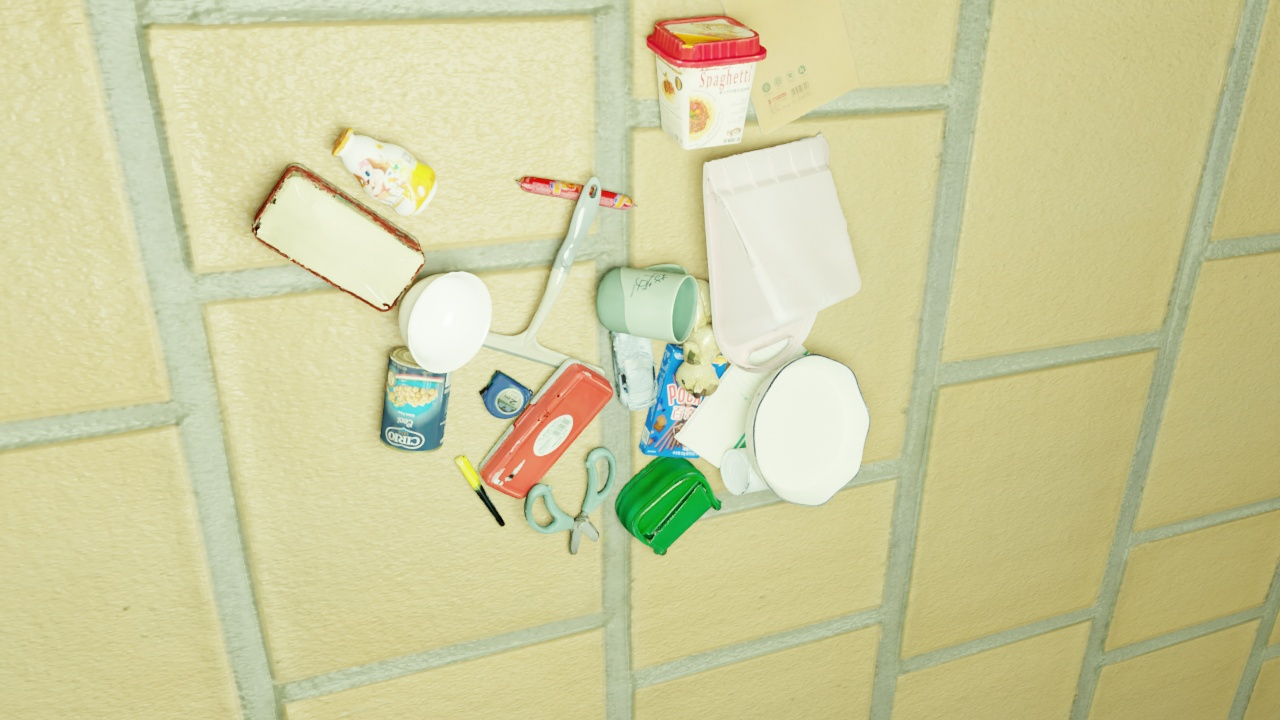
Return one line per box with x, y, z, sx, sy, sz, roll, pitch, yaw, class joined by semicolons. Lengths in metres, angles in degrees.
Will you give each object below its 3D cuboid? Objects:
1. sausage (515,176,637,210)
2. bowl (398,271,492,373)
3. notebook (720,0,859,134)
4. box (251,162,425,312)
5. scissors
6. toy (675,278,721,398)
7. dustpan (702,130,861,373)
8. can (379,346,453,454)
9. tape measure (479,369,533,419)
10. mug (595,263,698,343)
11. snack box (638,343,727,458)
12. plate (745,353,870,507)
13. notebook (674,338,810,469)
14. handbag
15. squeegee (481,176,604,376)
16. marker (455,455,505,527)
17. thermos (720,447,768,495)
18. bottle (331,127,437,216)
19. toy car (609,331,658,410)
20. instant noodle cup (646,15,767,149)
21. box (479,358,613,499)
-0.074;-0.198;1.088;0.155;0.020;0.020;7;109;-24;sausage
-0.233;-0.051;1.036;0.118;0.065;0.118;-30;131;-42;bowl
0.181;-0.399;1.110;0.147;0.008;0.208;-29;119;-9;notebook
-0.320;-0.130;0.983;0.168;0.079;0.091;33;97;-30;box
-0.099;0.198;1.228;0.177;0.019;0.174;-7;120;-40;scissors
0.072;-0.030;1.177;0.066;0.105;0.157;-3;92;24;toy
0.159;-0.128;1.171;0.222;0.139;0.273;-18;88;-35;dustpan
-0.264;0.044;1.082;0.075;0.075;0.111;4;110;-23;can
-0.171;0.045;1.149;0.058;0.025;0.054;34;98;-26;tape measure
0.012;-0.079;1.124;0.111;0.106;0.082;-61;149;-35;mug
0.058;0.057;1.244;0.084;0.026;0.157;6;109;-24;snack box
0.223;0.093;1.241;0.204;0.046;0.205;-2;94;-32;plate
0.156;0.057;1.273;0.150;0.012;0.209;37;91;-39;notebook
0.039;0.204;1.283;0.131;0.068;0.120;-41;128;-3;handbag
-0.099;-0.102;1.094;0.246;0.039;0.247;18;109;-27;squeegee
-0.206;0.171;1.192;0.015;0.018;0.124;-28;120;-3;marker
0.219;0.146;1.309;0.220;0.070;0.070;-4;113;-32;thermos
-0.274;-0.203;0.980;0.108;0.063;0.063;34;96;-29;bottle
-0.007;0.007;1.193;0.054;0.037;0.121;-14;113;-16;toy car
0.073;-0.316;1.049;0.116;0.116;0.124;-12;127;-17;instant noodle cup
-0.120;0.089;1.177;0.087;0.048;0.201;33;102;-39;box
